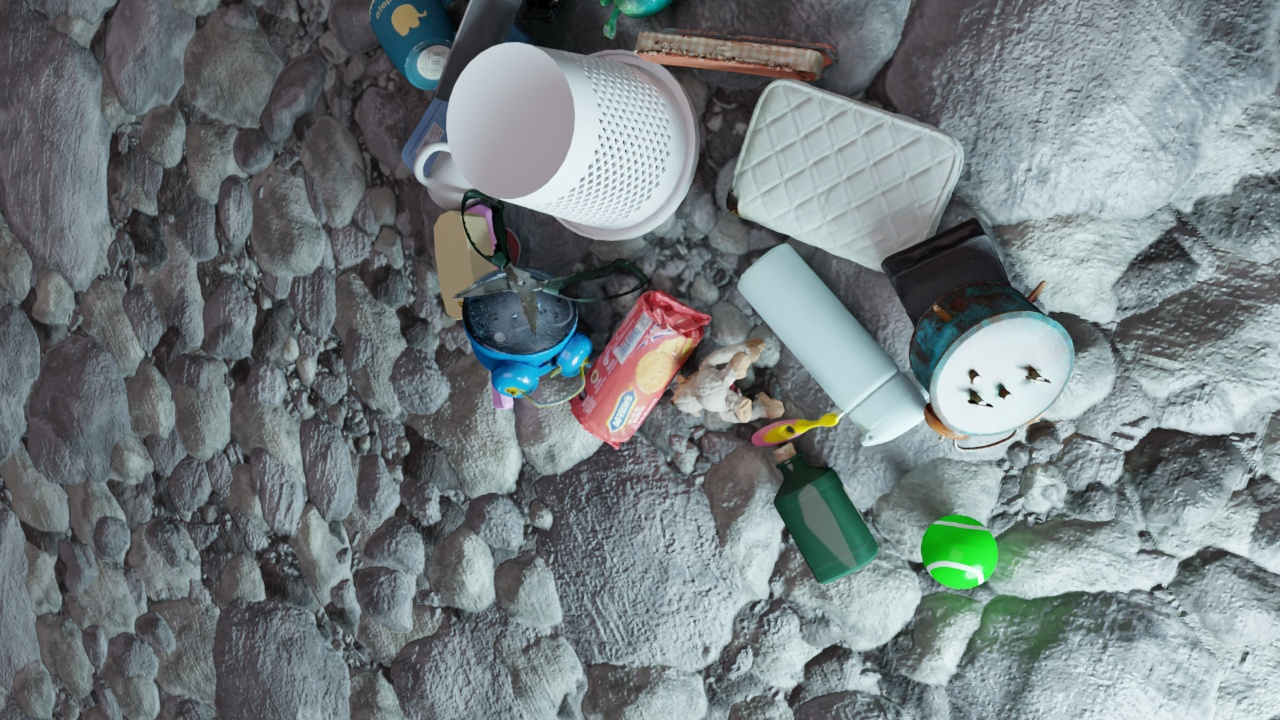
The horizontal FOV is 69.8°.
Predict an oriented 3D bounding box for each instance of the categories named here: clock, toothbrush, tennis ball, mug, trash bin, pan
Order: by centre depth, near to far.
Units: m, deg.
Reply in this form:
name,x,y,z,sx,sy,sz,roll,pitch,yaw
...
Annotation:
name,x,y,z,sx,sy,sz,roll,pitch,yaw
clock,0.295,0.017,0.775,0.121,0.073,0.158,-13,120,0
tennis ball,0.286,0.172,0.825,0.065,0.065,0.065,3,97,25
toothbrush,0.148,0.065,0.877,0.021,0.016,0.136,59,149,-2
trash bin,-0.071,-0.215,0.880,0.196,0.199,0.195,3,97,25
pan,-0.117,-0.411,0.902,0.041,0.179,0.356,22,78,-16
clock,-0.116,-0.023,0.940,0.161,0.116,0.060,58,156,26
mug,-0.227,-0.357,0.994,0.112,0.084,0.104,-30,60,2
mug,-0.204,-0.208,0.998,0.090,0.107,0.071,-35,70,33

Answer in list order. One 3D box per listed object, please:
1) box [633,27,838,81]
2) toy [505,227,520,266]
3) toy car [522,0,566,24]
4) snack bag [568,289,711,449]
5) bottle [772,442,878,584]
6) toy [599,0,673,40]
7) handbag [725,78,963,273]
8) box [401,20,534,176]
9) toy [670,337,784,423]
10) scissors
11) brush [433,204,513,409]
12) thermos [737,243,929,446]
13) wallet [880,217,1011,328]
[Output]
name,x,y,z,sx,sy,sz,roll,pitch,yaw
box,0.089,-0.290,0.869,0.187,0.085,0.048,15,108,22
toy,-0.140,-0.090,1.022,0.049,0.030,0.111,-16,90,52
toy car,-0.091,-0.389,0.955,0.040,0.037,0.092,10,75,26
snack bag,-0.006,0.005,0.944,0.082,0.082,0.177,41,111,16
bottle,0.168,0.140,0.881,0.061,0.061,0.131,-32,82,23
toy,0.039,-0.375,0.886,0.194,0.072,0.130,-17,49,23
handbag,0.186,-0.166,0.834,0.195,0.072,0.139,27,115,20
box,-0.194,-0.291,1.034,0.066,0.037,0.210,44,114,8
toy,0.079,0.033,0.917,0.106,0.074,0.085,-16,102,30
scissors,-0.106,-0.111,0.956,0.015,0.201,0.201,110,142,-53
brush,-0.181,-0.056,1.021,0.089,0.043,0.228,-4,94,54
thermos,0.180,-0.014,0.856,0.078,0.065,0.207,-38,77,-5
wallet,0.273,-0.058,0.795,0.089,0.026,0.115,-26,122,22
